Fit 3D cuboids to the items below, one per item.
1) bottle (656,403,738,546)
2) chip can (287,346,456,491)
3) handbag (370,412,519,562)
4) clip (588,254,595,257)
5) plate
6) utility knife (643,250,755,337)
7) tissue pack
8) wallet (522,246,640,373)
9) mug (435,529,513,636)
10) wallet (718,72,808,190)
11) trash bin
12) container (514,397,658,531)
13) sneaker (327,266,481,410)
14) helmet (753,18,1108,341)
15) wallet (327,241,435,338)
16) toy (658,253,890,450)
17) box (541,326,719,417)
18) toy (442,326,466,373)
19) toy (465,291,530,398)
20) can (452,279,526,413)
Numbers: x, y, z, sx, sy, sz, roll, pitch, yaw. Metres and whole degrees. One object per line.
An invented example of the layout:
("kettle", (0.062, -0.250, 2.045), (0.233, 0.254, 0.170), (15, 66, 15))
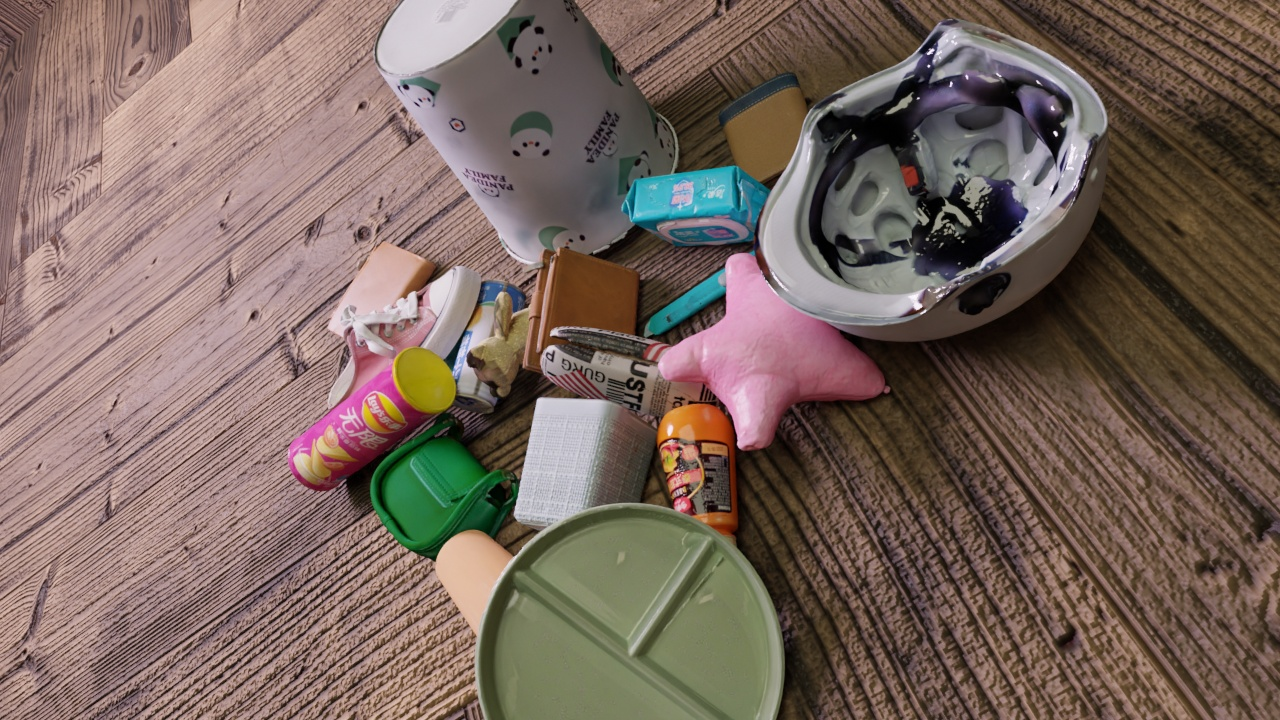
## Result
("bottle", (0.053, 0.113, 0.758), (0.067, 0.066, 0.149), (-18, 63, 23))
("chip can", (-0.282, 0.065, 0.950), (0.211, 0.071, 0.071), (-32, 50, 33))
("handbag", (-0.191, 0.126, 0.894), (0.120, 0.068, 0.131), (-51, 50, -3))
("clip", (-0.072, -0.095, 0.972), (0.058, 0.026, 0.038), (-22, 47, 20))
("plate", (-0.008, 0.223, 0.689), (0.230, 0.027, 0.230), (-1, 76, 2))
("utility knife", (0.068, -0.067, 0.875), (0.158, 0.013, 0.029), (-33, 50, 13))
("tissue pack", (0.057, -0.143, 0.871), (0.134, 0.093, 0.050), (0, 80, 33))
("wallet", (-0.059, -0.042, 0.884), (0.035, 0.119, 0.130), (133, 147, -59))
("mug", (-0.127, 0.205, 0.811), (0.123, 0.078, 0.078), (32, 83, 45))
("wallet", (0.130, -0.224, 0.913), (0.090, 0.033, 0.115), (-26, 54, 21))
("trash bin", (-0.116, -0.262, 0.931), (0.230, 0.252, 0.229), (-17, 50, 21))
("container", (-0.049, 0.100, 0.808), (0.090, 0.090, 0.111), (0, 67, 33))
("sneaker", (-0.272, -0.024, 0.989), (0.241, 0.088, 0.118), (-40, 35, 21))
("helmet", (0.230, -0.114, 0.714), (0.259, 0.146, 0.229), (-43, 48, 13))
("wallet", (-0.318, -0.077, 1.112), (0.108, 0.031, 0.131), (23, 78, 36))
("toy", (0.117, -0.003, 0.758), (0.179, 0.075, 0.194), (22, 57, 17))
("box", (-0.003, -0.003, 0.818), (0.163, 0.075, 0.082), (15, 59, 8))
("toy", (-0.211, -0.014, 1.013), (0.097, 0.030, 0.091), (5, 62, 42))
("toy", (-0.109, -0.035, 0.920), (0.066, 0.105, 0.157), (13, 54, 50))
("can", (-0.161, -0.015, 0.964), (0.053, 0.053, 0.134), (-2, 63, 31))
